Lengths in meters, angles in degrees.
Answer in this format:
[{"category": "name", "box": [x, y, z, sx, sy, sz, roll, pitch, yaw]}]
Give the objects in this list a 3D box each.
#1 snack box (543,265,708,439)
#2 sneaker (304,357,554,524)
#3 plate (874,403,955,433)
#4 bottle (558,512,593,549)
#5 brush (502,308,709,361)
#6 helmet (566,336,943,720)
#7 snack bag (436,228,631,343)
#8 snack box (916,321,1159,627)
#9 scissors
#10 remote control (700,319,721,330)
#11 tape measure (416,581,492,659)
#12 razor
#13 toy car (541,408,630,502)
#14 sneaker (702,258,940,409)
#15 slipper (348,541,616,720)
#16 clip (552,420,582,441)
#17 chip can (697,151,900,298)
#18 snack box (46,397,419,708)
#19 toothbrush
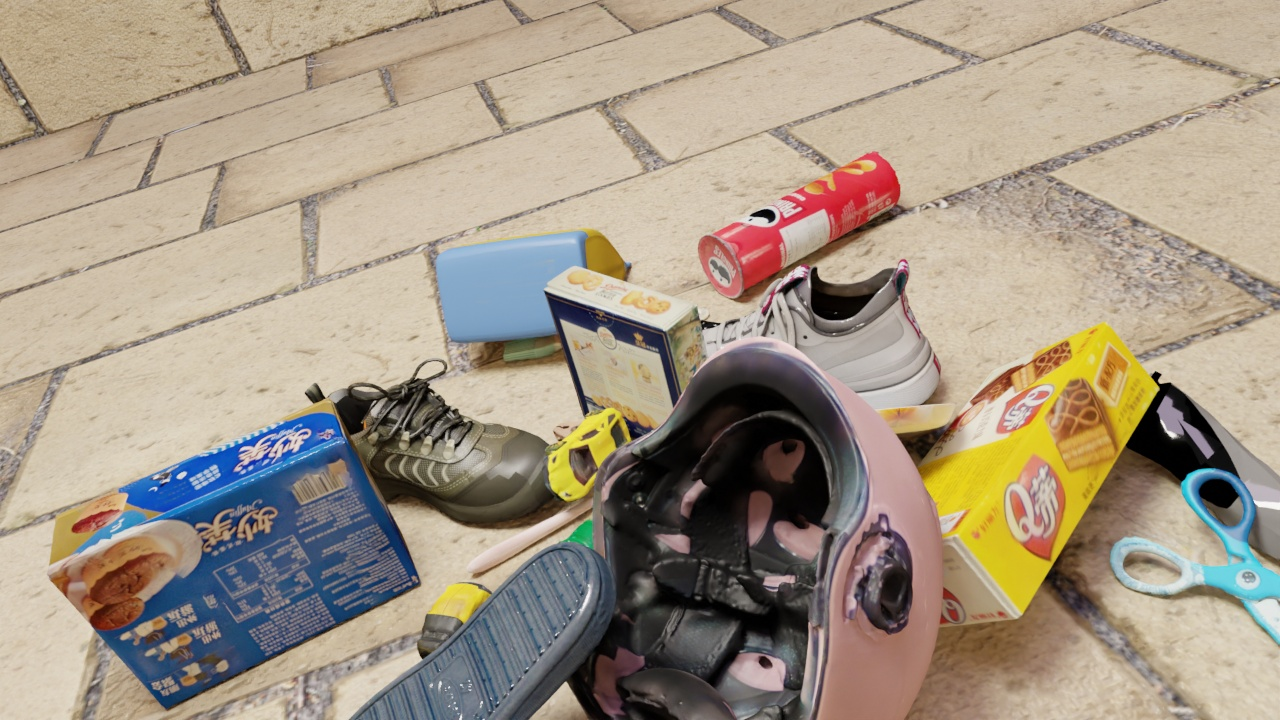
[{"category": "snack box", "box": [-0.005, 0.005, 0.772, 0.144, 0.145, 0.042, 21, 47, 40]}, {"category": "sneaker", "box": [-0.181, 0.051, 0.776, 0.238, 0.143, 0.100, 2, 38, 23]}, {"category": "plate", "box": [0.134, 0.051, 0.673, 0.187, 0.016, 0.186, -7, -6, 18]}, {"category": "bottle", "box": [-0.017, 0.120, 0.705, 0.043, 0.043, 0.110, 13, 42, 34]}, {"category": "brush", "box": [-0.036, -0.029, 0.952, 0.218, 0.012, 0.033, -11, 34, 4]}, {"category": "helmet", "box": [0.076, 0.122, 0.520, 0.230, 0.152, 0.255, -8, 69, 61]}, {"category": "snack bag", "box": [-0.105, -0.085, 0.984, 0.159, 0.102, 0.205, -6, 10, 13]}, {"category": "snack box", "box": [0.241, 0.074, 0.607, 0.229, 0.061, 0.110, -40, 1, -32]}, {"category": "scissors", "box": [0.368, 0.120, 0.553, 0.140, 0.013, 0.114, 23, 76, 46]}, {"category": "remote control", "box": [0.094, -0.023, 0.891, 0.140, 0.009, 0.030, 9, 41, 28]}, {"category": "tape measure", "box": [-0.122, 0.188, 0.629, 0.037, 0.066, 0.064, -2, 41, 25]}, {"category": "razor", "box": [0.383, 0.072, 0.616, 0.060, 0.057, 0.156, 0, 35, -30]}, {"category": "toy car", "box": [-0.043, 0.077, 0.752, 0.030, 0.049, 0.106, -11, 18, 36]}, {"category": "sneaker", "box": [0.113, -0.021, 0.780, 0.263, 0.129, 0.096, -2, 34, 23]}, {"category": "slipper", "box": [-0.096, 0.221, 0.539, 0.264, 0.082, 0.101, -46, 35, 5]}, {"category": "clip", "box": [-0.057, 0.072, 0.807, 0.060, 0.024, 0.039, -3, 32, 34]}, {"category": "chip can", "box": [0.175, -0.149, 0.986, 0.232, 0.073, 0.073, -29, 37, -21]}, {"category": "snack box", "box": [-0.290, 0.142, 0.679, 0.202, 0.155, 0.069, -25, 37, -14]}, {"category": "toothbrush", "box": [-0.059, 0.123, 0.741, 0.181, 0.016, 0.018, -27, 30, -18]}]
